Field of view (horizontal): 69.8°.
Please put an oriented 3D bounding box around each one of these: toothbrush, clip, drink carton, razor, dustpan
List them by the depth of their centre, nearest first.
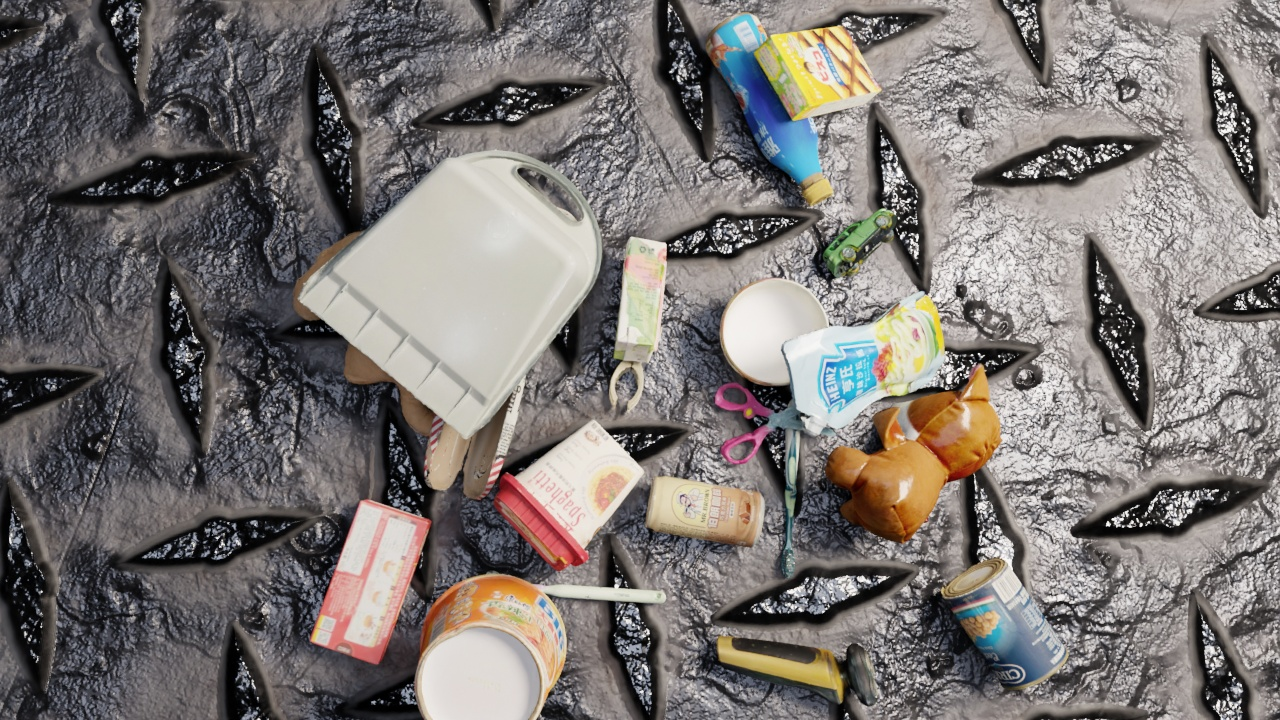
[{"bbox_3d":[0.160,0.310,0.940,0.167,0.062,0.068,10,115,5],"label":"razor"},{"bbox_3d":[-0.165,-0.095,0.947,0.222,0.142,0.258,40,96,-2],"label":"dustpan"},{"bbox_3d":[-0.068,0.241,0.955,0.189,0.020,0.029,5,61,-1],"label":"toothbrush"},{"bbox_3d":[0.001,-0.062,0.962,0.045,0.054,0.122,7,67,-4],"label":"drink carton"},{"bbox_3d":[0.161,0.135,0.977,0.016,0.018,0.191,3,83,-1],"label":"toothbrush"},{"bbox_3d":[-0.011,0.005,0.980,0.072,0.035,0.100,15,78,1],"label":"clip"}]

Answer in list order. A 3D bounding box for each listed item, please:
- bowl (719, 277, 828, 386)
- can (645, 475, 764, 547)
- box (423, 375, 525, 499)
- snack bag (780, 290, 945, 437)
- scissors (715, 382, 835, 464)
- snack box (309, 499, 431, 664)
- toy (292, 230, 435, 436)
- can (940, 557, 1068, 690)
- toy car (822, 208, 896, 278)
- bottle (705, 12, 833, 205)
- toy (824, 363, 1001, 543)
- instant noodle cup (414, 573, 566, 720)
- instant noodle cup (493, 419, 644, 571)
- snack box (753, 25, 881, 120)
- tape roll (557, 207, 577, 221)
[{"bbox_3d":[0.137,-0.027,0.973,0.113,0.062,0.113,0,84,-3],"label":"bowl"},{"bbox_3d":[0.066,0.156,0.951,0.116,0.058,0.058,10,83,-1],"label":"can"},{"bbox_3d":[-0.161,0.062,0.949,0.088,0.076,0.162,11,81,17],"label":"box"},{"bbox_3d":[0.232,0.003,0.951,0.190,0.039,0.110,-22,118,-23],"label":"snack bag"},{"bbox_3d":[0.140,0.071,0.977,0.134,0.017,0.113,15,83,9],"label":"scissors"},{"bbox_3d":[-0.278,0.227,0.948,0.075,0.025,0.152,18,83,-1],"label":"snack box"},{"bbox_3d":[-0.252,-0.031,0.957,0.143,0.082,0.226,-37,90,-5],"label":"toy"},{"bbox_3d":[0.371,0.267,0.939,0.075,0.075,0.111,-32,85,-5],"label":"can"},{"bbox_3d":[0.239,-0.129,0.997,0.091,0.043,0.036,-40,63,2],"label":"toy car"},{"bbox_3d":[0.147,-0.271,1.002,0.065,0.065,0.218,-27,85,-5],"label":"bottle"},{"bbox_3d":[0.288,0.095,0.946,0.199,0.140,0.130,-35,44,-7],"label":"toy"},{"bbox_3d":[-0.149,0.295,0.890,0.151,0.111,0.151,0,92,-3],"label":"instant noodle cup"},{"bbox_3d":[-0.070,0.133,0.928,0.116,0.117,0.124,45,72,4],"label":"instant noodle cup"},{"bbox_3d":[0.193,-0.311,0.989,0.140,0.034,0.087,-24,83,-38],"label":"snack box"},{"bbox_3d":[-0.103,-0.127,1.002,0.086,0.014,0.085,0,83,-2],"label":"tape roll"}]
